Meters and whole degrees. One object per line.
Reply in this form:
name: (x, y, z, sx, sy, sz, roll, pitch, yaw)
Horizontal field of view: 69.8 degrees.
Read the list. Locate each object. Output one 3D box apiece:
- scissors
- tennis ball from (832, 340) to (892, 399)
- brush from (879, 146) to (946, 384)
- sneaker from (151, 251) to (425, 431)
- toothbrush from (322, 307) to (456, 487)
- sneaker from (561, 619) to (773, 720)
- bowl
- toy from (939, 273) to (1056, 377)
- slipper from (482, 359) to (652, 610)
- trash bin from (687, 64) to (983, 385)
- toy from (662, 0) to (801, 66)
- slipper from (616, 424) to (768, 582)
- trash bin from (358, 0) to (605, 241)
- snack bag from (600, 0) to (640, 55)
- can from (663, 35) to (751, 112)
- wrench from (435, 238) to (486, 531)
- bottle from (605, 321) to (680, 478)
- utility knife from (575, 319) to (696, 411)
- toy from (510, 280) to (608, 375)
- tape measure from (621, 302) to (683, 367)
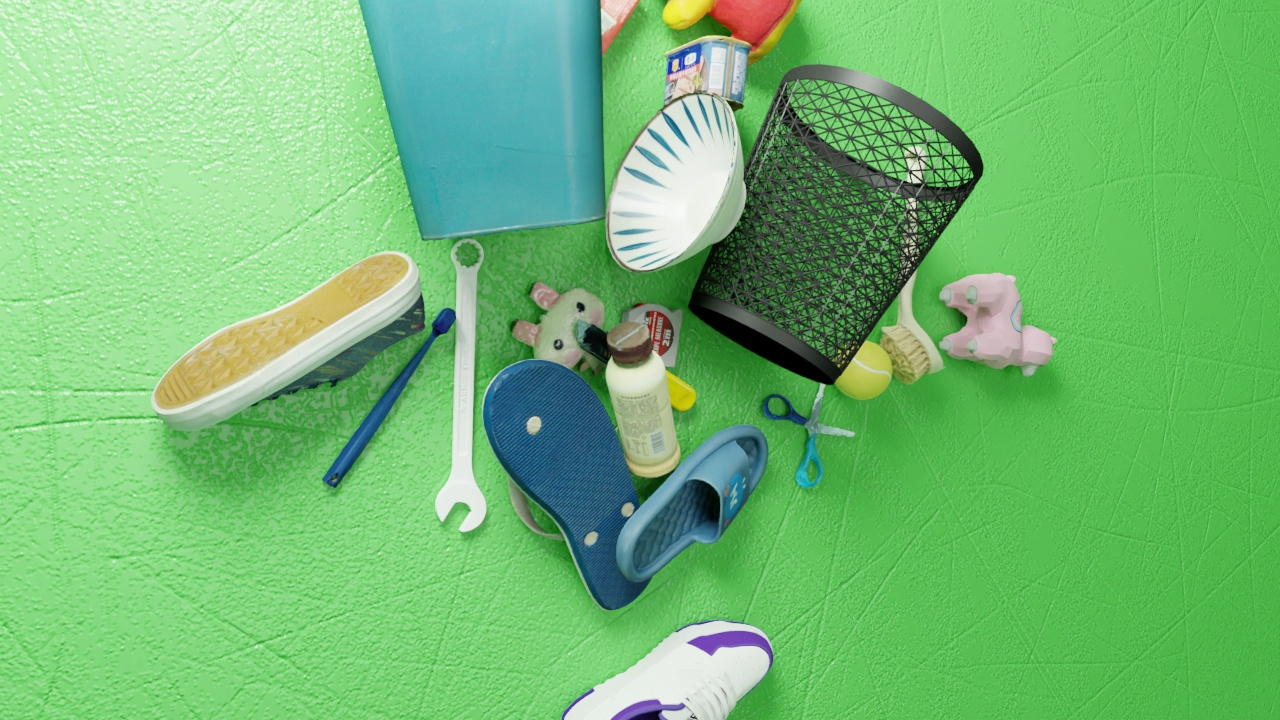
scissors: (0.185, 0.075, 1.015, 0.133, 0.014, 0.127, 21, 84, -23)
tennis ball: (0.243, 0.011, 1.009, 0.065, 0.065, 0.065, -1, 94, -25)
brush: (0.309, -0.108, 1.043, 0.077, 0.062, 0.272, 1, 89, -29)
sneaker: (-0.281, -0.002, 0.768, 0.235, 0.087, 0.079, -32, 137, -15)
toothbrush: (-0.222, 0.031, 0.820, 0.016, 0.017, 0.190, 36, 82, -17)
sneaker: (0.045, 0.341, 0.914, 0.243, 0.111, 0.092, -22, 102, -22)
bowl: (0.048, -0.154, 0.858, 0.070, 0.177, 0.177, 20, 84, -36)
toy: (0.429, -0.041, 1.092, 0.157, 0.067, 0.123, -1, 92, -29)
slipper: (-0.066, 0.117, 0.882, 0.118, 0.060, 0.295, -37, 120, -24)
trash bin: (0.176, -0.121, 0.902, 0.217, 0.217, 0.243, 30, 87, -23)
toy: (0.069, -0.398, 0.892, 0.216, 0.099, 0.147, 36, 69, -26)
slipper: (0.061, 0.149, 0.919, 0.213, 0.059, 0.104, -36, 134, -30)
trash bin: (-0.115, -0.221, 0.756, 0.199, 0.196, 0.219, -6, 104, 0)
snack bag: (-0.053, -0.333, 0.870, 0.077, 0.036, 0.115, 36, 79, -21)
can: (0.062, -0.272, 0.891, 0.053, 0.100, 0.059, 4, 92, -28)
wrench: (-0.164, 0.024, 0.855, 0.047, 0.009, 0.273, 1, 93, -25)
bottle: (0.001, 0.038, 0.870, 0.056, 0.056, 0.162, -29, 132, -21)
utility knife: (-0.005, 0.005, 0.895, 0.174, 0.020, 0.029, 34, 89, -40)
toy: (-0.068, -0.027, 0.878, 0.112, 0.050, 0.087, 36, 79, -17)
tape measure: (0.010, -0.027, 0.925, 0.062, 0.020, 0.060, 9, 89, -24)
